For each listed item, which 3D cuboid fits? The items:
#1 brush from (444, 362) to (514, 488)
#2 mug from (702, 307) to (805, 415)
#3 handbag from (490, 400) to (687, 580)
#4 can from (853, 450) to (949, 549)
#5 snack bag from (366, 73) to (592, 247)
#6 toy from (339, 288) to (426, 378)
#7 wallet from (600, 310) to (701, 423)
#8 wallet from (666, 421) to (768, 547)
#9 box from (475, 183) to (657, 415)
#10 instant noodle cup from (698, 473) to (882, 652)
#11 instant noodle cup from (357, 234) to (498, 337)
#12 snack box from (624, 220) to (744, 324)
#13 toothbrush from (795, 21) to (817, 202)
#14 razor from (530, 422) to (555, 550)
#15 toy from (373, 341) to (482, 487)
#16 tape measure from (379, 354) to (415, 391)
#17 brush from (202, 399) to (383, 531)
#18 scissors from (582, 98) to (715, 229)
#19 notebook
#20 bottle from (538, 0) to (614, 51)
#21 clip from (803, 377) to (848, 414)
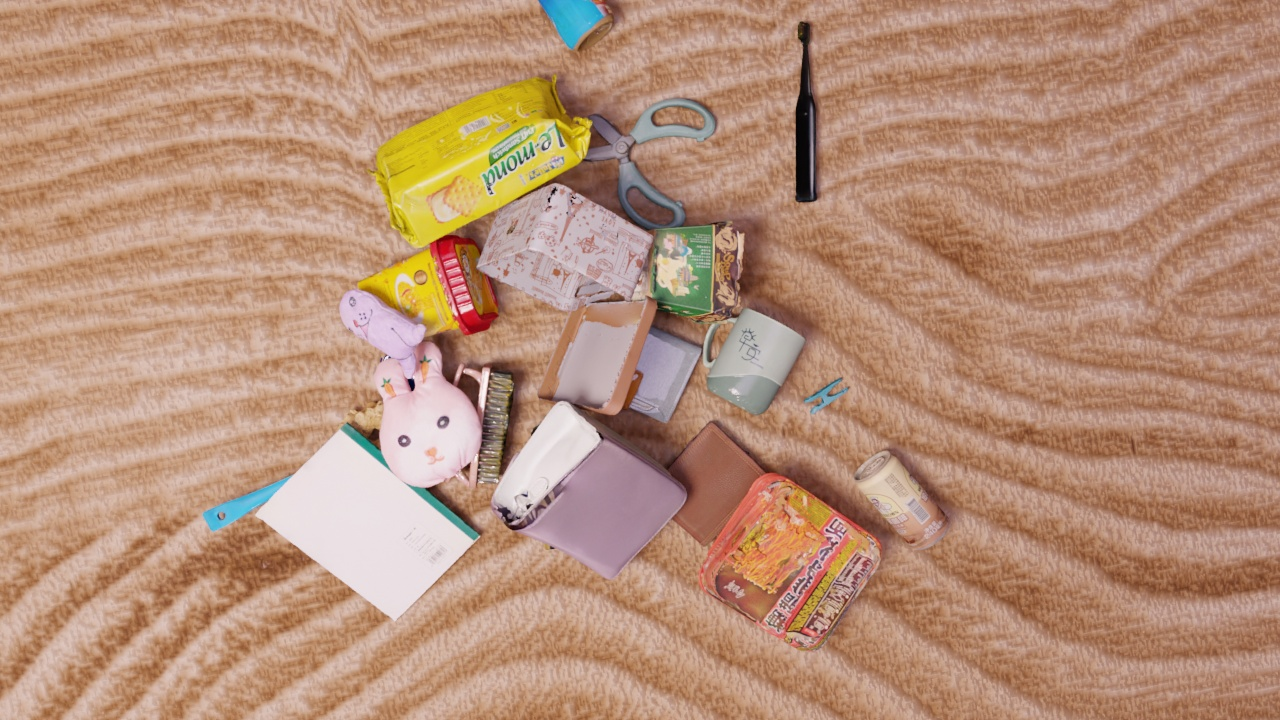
[{"bbox_3d":[-0.190,0.077,1.073,0.073,0.063,0.145,8,94,-8],"label":"brush"},{"bbox_3d":[0.122,-0.003,1.085,0.112,0.082,0.106,29,91,26],"label":"mug"},{"bbox_3d":[-0.057,0.148,1.019,0.145,0.098,0.197,-53,139,-3],"label":"handbag"},{"bbox_3d":[0.316,0.169,1.110,0.058,0.058,0.116,-42,94,-1],"label":"can"},{"bbox_3d":[-0.181,-0.230,1.012,0.246,0.158,0.068,-28,133,-2],"label":"snack bag"},{"bbox_3d":[-0.279,-0.035,0.990,0.108,0.038,0.084,31,131,8],"label":"toy"},{"bbox_3d":[-0.006,0.006,1.093,0.129,0.037,0.106,25,90,-4],"label":"wallet"},{"bbox_3d":[0.080,0.148,1.110,0.101,0.032,0.124,43,89,-1],"label":"wallet"},{"bbox_3d":[-0.095,-0.064,0.991,0.157,0.181,0.197,24,80,-28],"label":"box"},{"bbox_3d":[0.170,0.234,1.087,0.189,0.079,0.164,35,91,-13],"label":"instant noodle cup"},{"bbox_3d":[-0.242,-0.074,1.043,0.124,0.116,0.116,-17,95,9],"label":"instant noodle cup"},{"bbox_3d":[0.042,-0.103,1.039,0.105,0.118,0.118,3,90,-23],"label":"snack box"},{"bbox_3d":[0.197,-0.297,1.097,0.026,0.027,0.212,1,94,41],"label":"toothbrush"},{"bbox_3d":[-0.101,0.145,1.091,0.068,0.062,0.167,6,99,26],"label":"razor"},{"bbox_3d":[-0.246,0.061,1.035,0.121,0.054,0.159,-27,77,9],"label":"toy"},{"bbox_3d":[-0.270,0.006,1.082,0.054,0.025,0.058,-40,98,-3],"label":"tape measure"},{"bbox_3d":[-0.385,0.128,1.066,0.254,0.046,0.083,-28,97,-8],"label":"brush"},{"bbox_3d":[0.021,-0.249,1.093,0.181,0.019,0.170,-41,93,0],"label":"scissors"},{"bbox_3d":[-0.314,0.191,1.068,0.150,0.012,0.209,-45,106,3],"label":"notebook"},{"bbox_3d":[-0.116,-0.461,1.050,0.065,0.065,0.218,-36,95,-2],"label":"bottle"},{"bbox_3d":[0.227,0.044,1.121,0.057,0.014,0.045,-34,92,0],"label":"clip"}]
